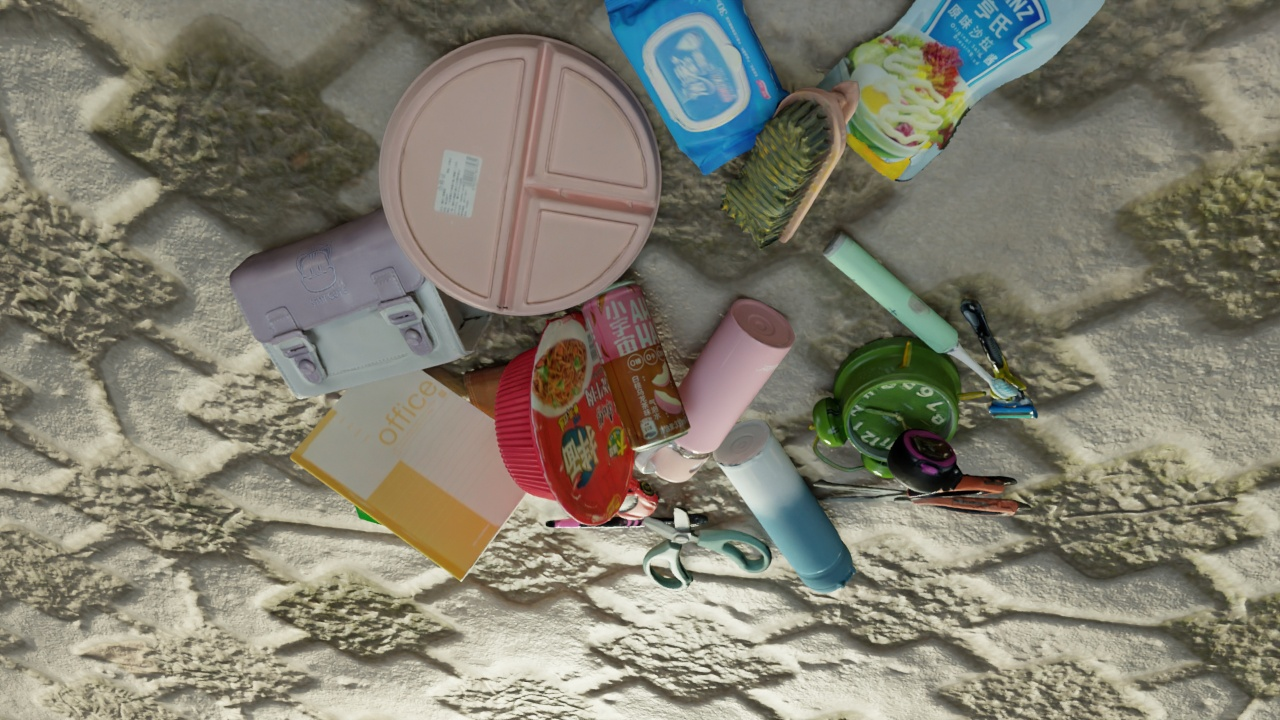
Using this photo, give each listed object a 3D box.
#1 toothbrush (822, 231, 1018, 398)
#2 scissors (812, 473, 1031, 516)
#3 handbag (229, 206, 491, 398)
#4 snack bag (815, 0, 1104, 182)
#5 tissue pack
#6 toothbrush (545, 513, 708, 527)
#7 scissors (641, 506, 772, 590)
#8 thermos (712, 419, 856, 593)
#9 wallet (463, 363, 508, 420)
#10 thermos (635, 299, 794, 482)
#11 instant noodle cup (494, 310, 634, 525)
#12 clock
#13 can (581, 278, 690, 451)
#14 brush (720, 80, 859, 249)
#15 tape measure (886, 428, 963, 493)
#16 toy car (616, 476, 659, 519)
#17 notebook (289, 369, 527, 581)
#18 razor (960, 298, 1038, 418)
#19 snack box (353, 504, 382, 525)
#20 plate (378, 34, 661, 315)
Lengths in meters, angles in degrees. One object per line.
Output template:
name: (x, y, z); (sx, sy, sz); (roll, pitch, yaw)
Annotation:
toothbrush: (0.247, -0.034, 0.803); (0.224, 0.026, 0.027); (38, 158, -13)
scissors: (0.280, 0.134, 0.908); (0.188, 0.015, 0.223); (20, 157, -39)
handbag: (-0.258, -0.054, 0.843); (0.197, 0.098, 0.145); (-15, 117, 19)
snack bag: (0.226, -0.225, 0.668); (0.110, 0.038, 0.191); (42, 122, -8)
tissue pack: (0.048, -0.219, 0.690); (0.095, 0.052, 0.157); (-22, 120, 23)
toothbrush: (-0.018, 0.180, 1.025); (0.189, 0.017, 0.014); (-4, 83, 14)
scissors: (0.051, 0.217, 1.026); (0.173, 0.019, 0.179); (27, 133, -26)
thermos: (0.153, 0.157, 0.951); (0.070, 0.070, 0.220); (-22, 121, 23)
wallet: (-0.116, 0.052, 0.938); (0.101, 0.032, 0.125); (-6, 126, 10)
thermos: (0.061, 0.036, 0.863); (0.067, 0.087, 0.199); (52, 130, 25)
instant noodle cup: (-0.072, 0.054, 0.835); (0.066, 0.193, 0.194); (-7, 126, 25)
clock: (0.230, 0.051, 0.862); (0.116, 0.056, 0.162); (31, 126, -13)
can: (-0.005, 0.005, 0.822); (0.058, 0.057, 0.147); (-21, 87, 23)
brush: (0.116, -0.152, 0.694); (0.063, 0.072, 0.146); (49, 153, 12)
tape measure: (0.251, 0.087, 0.813); (0.057, 0.057, 0.039); (7, 126, -16)
toy car: (-0.029, 0.139, 0.988); (0.106, 0.031, 0.049); (33, 126, -18)
notebook: (-0.211, 0.095, 0.888); (0.206, 0.145, 0.010); (34, 160, 7)
razor: (0.318, -0.003, 0.829); (0.043, 0.022, 0.143); (-6, 129, 42)
snack box: (-0.242, 0.120, 0.957); (0.118, 0.117, 0.106); (16, 132, 1)
plate: (-0.094, -0.141, 0.740); (0.229, 0.028, 0.230); (-3, 114, -7)
